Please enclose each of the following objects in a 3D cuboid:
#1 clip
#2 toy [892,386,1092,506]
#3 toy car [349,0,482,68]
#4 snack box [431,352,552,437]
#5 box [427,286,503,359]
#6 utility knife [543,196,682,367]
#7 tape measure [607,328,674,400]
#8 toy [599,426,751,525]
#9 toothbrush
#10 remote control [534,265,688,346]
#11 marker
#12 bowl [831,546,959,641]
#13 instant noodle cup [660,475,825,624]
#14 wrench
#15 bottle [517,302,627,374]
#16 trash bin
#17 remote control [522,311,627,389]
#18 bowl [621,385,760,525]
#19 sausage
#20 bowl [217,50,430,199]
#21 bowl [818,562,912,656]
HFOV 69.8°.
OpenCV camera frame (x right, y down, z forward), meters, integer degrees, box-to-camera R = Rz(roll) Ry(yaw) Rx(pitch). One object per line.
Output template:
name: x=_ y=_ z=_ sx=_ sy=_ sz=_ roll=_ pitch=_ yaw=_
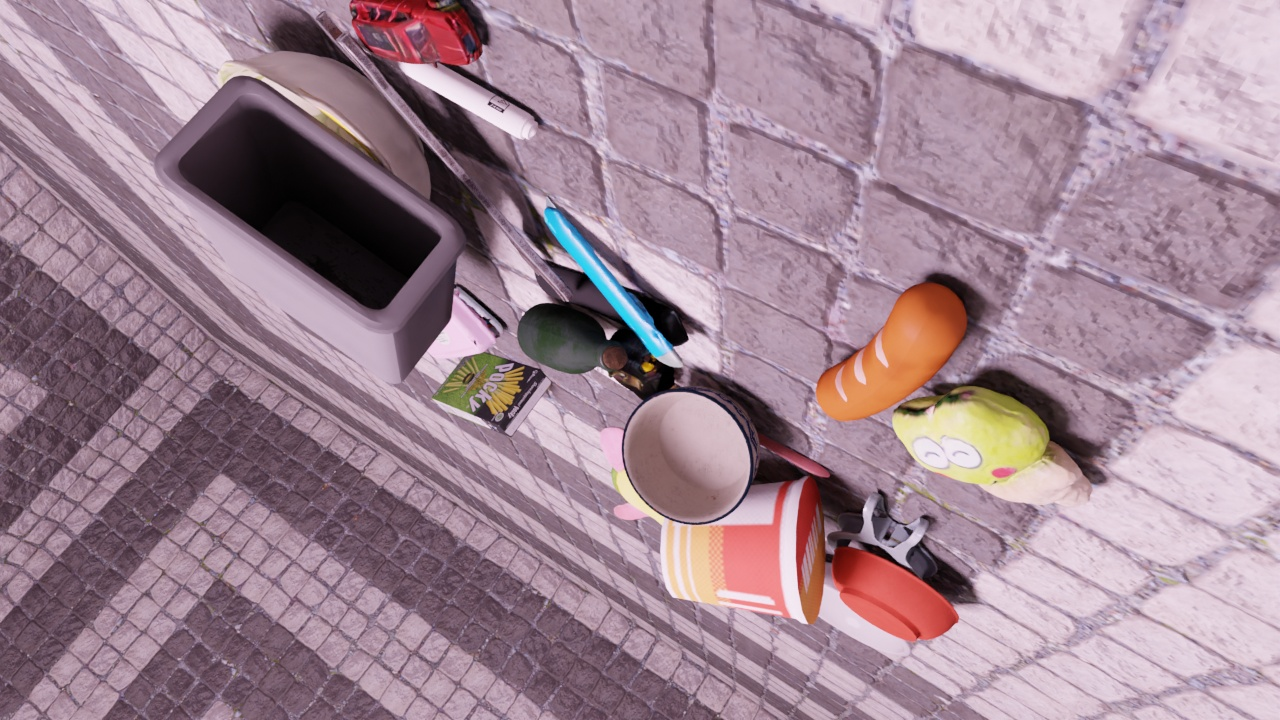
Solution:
clip: x=0.238 y=0.174 z=0.795 sx=0.143 sy=0.029 sz=0.172 roll=30 pitch=162 yaw=11
toy: x=0.208 y=0.053 z=0.534 sx=0.115 sy=0.046 sz=0.092 roll=31 pitch=159 yaw=-12
toy car: x=-0.132 y=-0.196 z=0.538 sx=0.091 sy=0.036 sz=0.042 roll=18 pitch=154 yaw=29
snack box: x=-0.179 y=0.036 z=1.092 sx=0.148 sy=0.080 sz=0.025 roll=15 pitch=152 yaw=46
box: x=-0.219 y=-0.044 z=1.044 sx=0.086 sy=0.044 sz=0.203 roll=48 pitch=159 yaw=-17
utility knife: x=-0.022 y=-0.056 z=0.677 sx=0.158 sy=0.015 sz=0.031 roll=50 pitch=152 yaw=-9
tape measure: x=-0.005 y=0.005 z=0.786 sx=0.062 sy=0.038 sz=0.067 roll=32 pitch=162 yaw=14
toy: x=0.049 y=0.131 z=0.922 sx=0.191 sy=0.087 sz=0.238 roll=-12 pitch=140 yaw=35
toothbrush: x=0.082 y=0.057 z=0.803 sx=0.184 sy=0.015 sz=0.016 roll=27 pitch=156 yaw=21
remote control: x=-0.027 y=-0.045 z=0.736 sx=0.152 sy=0.020 sz=0.041 roll=23 pitch=156 yaw=36
marker: x=-0.121 y=-0.178 z=0.585 sx=0.133 sy=0.020 sz=0.017 roll=31 pitch=146 yaw=9
bowl: x=0.222 y=0.217 z=0.828 sx=0.122 sy=0.035 sz=0.122 roll=32 pitch=162 yaw=11
instant noodle cup: x=0.091 y=0.165 z=0.810 sx=0.121 sy=0.123 sz=0.123 roll=-3 pitch=145 yaw=22
wrench: x=-0.127 y=-0.131 z=0.647 sx=0.070 sy=0.010 sz=0.273 roll=43 pitch=175 yaw=47
bottle: x=-0.052 y=-0.014 z=0.752 sx=0.055 sy=0.055 sz=0.174 roll=44 pitch=170 yaw=-23
trash bin: x=-0.239 y=-0.083 z=0.707 sx=0.192 sy=0.097 sz=0.220 roll=36 pitch=163 yaw=-4
remote control: x=-0.060 y=-0.012 z=0.881 sx=0.124 sy=0.011 sz=0.028 roll=32 pitch=161 yaw=12
bowl: x=0.049 y=0.074 z=0.773 sx=0.115 sy=0.116 sz=0.059 roll=30 pitch=-158 yaw=17
sausage: x=0.142 y=0.002 z=0.530 sx=0.044 sy=0.039 sz=0.164 roll=40 pitch=162 yaw=7
bowl: x=-0.231 y=-0.174 z=0.716 sx=0.188 sy=0.060 sz=0.220 roll=44 pitch=160 yaw=-24
bowl: x=0.227 y=0.255 z=0.979 sx=0.149 sy=0.043 sz=0.150 roll=31 pitch=161 yaw=12
